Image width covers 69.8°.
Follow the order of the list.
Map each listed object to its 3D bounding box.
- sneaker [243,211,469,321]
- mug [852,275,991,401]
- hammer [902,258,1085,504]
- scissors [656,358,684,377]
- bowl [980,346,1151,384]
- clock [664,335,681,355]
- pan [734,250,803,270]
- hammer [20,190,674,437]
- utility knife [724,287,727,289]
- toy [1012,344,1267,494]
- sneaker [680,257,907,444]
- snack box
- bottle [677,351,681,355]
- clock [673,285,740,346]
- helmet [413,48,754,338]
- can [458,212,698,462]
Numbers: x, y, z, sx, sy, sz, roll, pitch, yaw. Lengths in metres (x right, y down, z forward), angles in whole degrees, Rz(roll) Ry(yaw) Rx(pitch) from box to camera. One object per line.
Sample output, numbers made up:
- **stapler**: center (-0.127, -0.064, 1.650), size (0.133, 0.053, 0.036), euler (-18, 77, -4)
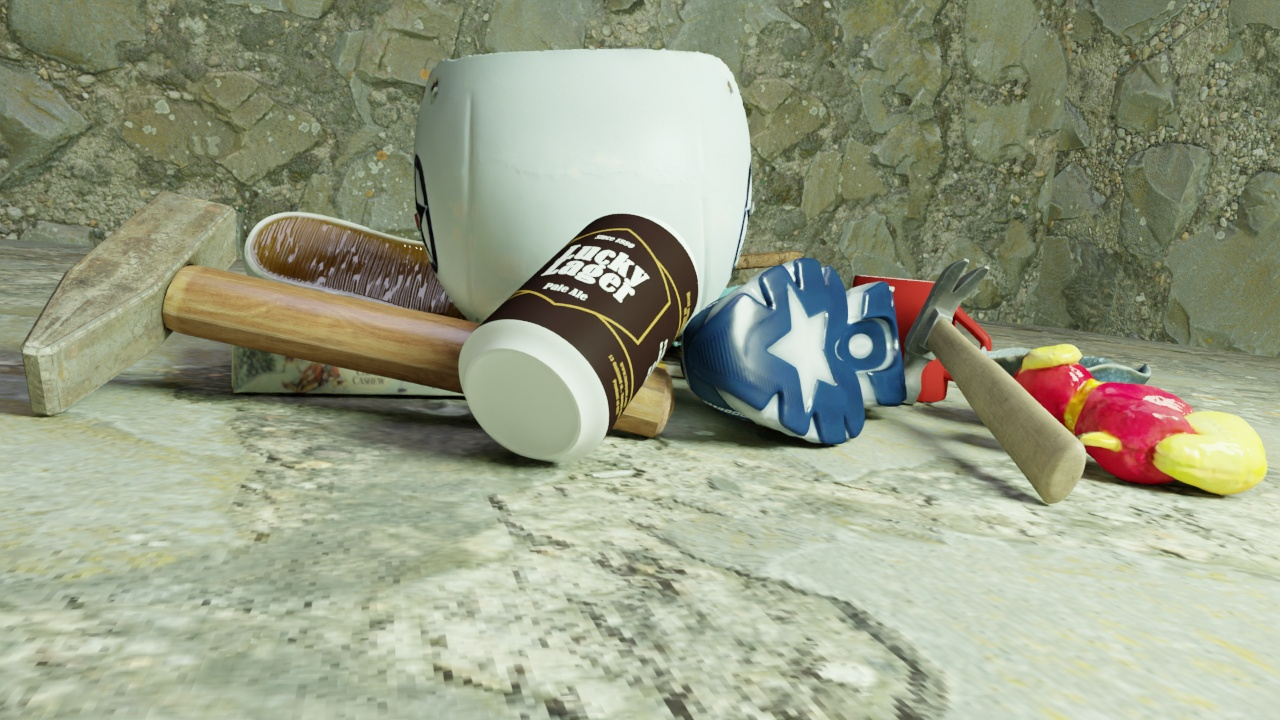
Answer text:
- **sneaker**: center (-0.173, -0.043, 0.777), size (0.294, 0.120, 0.127), euler (8, -34, -9)
- **mug**: center (0.232, -0.018, 0.764), size (0.116, 0.096, 0.080), euler (9, 7, 31)
- **hammer**: center (0.203, 0.010, 0.562), size (0.031, 0.119, 0.330), euler (21, 16, 3)
- **scissors**: center (0.009, 0.007, 0.742), size (0.084, 0.012, 0.133), euler (7, 6, 20)
- **bowl**: center (0.287, 0.022, 0.632), size (0.110, 0.055, 0.110), euler (5, 7, -1)
- **clock**: center (0.025, -0.042, 0.799), size (0.123, 0.043, 0.091), euler (-24, -28, 26)
- **pan**: center (0.040, -0.097, 0.942), size (0.356, 0.040, 0.208), euler (-3, 5, -35)
- **hammer**: center (-0.129, -0.006, 0.467), size (0.301, 0.037, 0.157), euler (12, 33, -5)
- **utility knife**: center (0.096, -0.047, 0.934), size (0.022, 0.015, 0.158), euler (-22, -32, 4)
- **toy**: center (0.266, 0.037, 0.505), size (0.105, 0.067, 0.137), euler (-4, 23, -42)
- **sneaker**: center (0.075, 0.000, 0.582), size (0.133, 0.103, 0.268), euler (-8, -1, 30)
- **snack box**: center (-0.180, -0.009, 0.583), size (0.146, 0.041, 0.143), euler (2, 7, -23)
- **bottle**: center (0.095, -0.030, 0.882), size (0.163, 0.071, 0.071), euler (4, 7, -15)
- **clock**: center (0.088, -0.021, 0.751), size (0.124, 0.053, 0.090), euler (8, -31, -41)
- **helmet**: center (-0.036, -0.078, 0.623), size (0.236, 0.163, 0.264), euler (0, -22, -7)
- **can**: center (-0.024, -0.015, 0.426), size (0.072, 0.072, 0.128), euler (8, 35, 22)
